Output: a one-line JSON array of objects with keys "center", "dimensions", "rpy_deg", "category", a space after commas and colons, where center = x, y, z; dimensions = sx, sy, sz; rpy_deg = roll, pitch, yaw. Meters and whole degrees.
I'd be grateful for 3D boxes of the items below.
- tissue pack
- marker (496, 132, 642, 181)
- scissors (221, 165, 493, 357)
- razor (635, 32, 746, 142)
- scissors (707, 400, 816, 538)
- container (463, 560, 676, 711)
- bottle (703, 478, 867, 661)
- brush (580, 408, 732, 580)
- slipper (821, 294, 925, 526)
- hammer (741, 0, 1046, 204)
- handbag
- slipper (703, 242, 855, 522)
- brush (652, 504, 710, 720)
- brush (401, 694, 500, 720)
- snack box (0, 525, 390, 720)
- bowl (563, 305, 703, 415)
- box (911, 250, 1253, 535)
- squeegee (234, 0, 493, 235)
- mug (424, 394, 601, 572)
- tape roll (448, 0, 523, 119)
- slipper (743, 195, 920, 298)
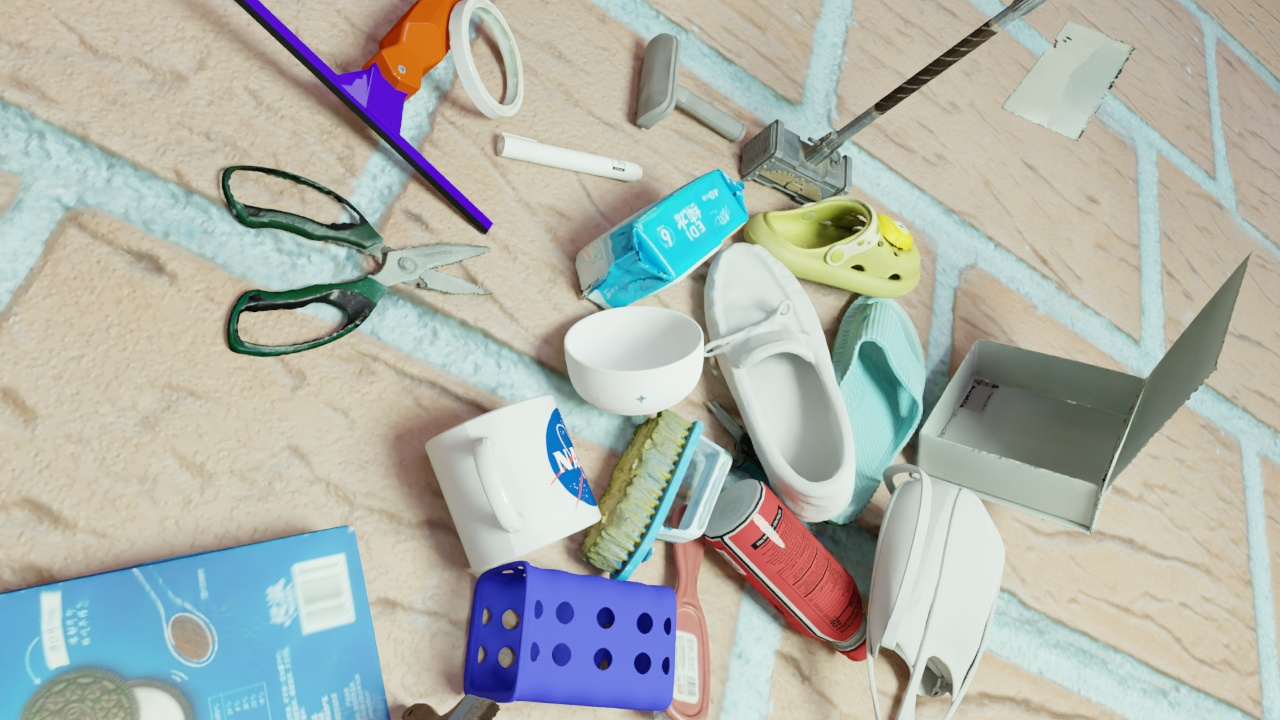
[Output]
[{"center": [0.017, -0.095, 0.743], "dimensions": [0.144, 0.093, 0.061], "rpy_deg": [-38, 102, -36], "category": "tissue pack"}, {"center": [-0.057, -0.169, 0.770], "dimensions": [0.133, 0.017, 0.020], "rpy_deg": [5, 68, -31], "category": "marker"}, {"center": [-0.202, -0.087, 0.649], "dimensions": [0.208, 0.015, 0.154], "rpy_deg": [-19, 82, -35], "category": "scissors"}, {"center": [0.052, -0.236, 0.853], "dimensions": [0.116, 0.047, 0.088], "rpy_deg": [22, 61, -33], "category": "razor"}, {"center": [0.107, 0.096, 0.775], "dimensions": [0.128, 0.019, 0.138], "rpy_deg": [7, 67, -30], "category": "scissors"}, {"center": [-0.044, 0.184, 0.604], "dimensions": [0.113, 0.085, 0.084], "rpy_deg": [16, 65, -28], "category": "container"}, {"center": [0.127, 0.173, 0.727], "dimensions": [0.176, 0.062, 0.062], "rpy_deg": [47, 54, -17], "category": "bottle"}, {"center": [0.013, 0.109, 0.686], "dimensions": [0.075, 0.056, 0.135], "rpy_deg": [34, 58, -12], "category": "brush"}, {"center": [0.212, 0.033, 0.826], "dimensions": [0.116, 0.070, 0.275], "rpy_deg": [48, 49, -14], "category": "slipper"}, {"center": [0.220, -0.226, 0.777], "dimensions": [0.098, 0.323, 0.044], "rpy_deg": [19, 63, -26], "category": "hammer"}, {"center": [0.220, 0.214, 0.737], "dimensions": [0.216, 0.096, 0.222], "rpy_deg": [46, 58, -46], "category": "handbag"}, {"center": [0.111, 0.008, 0.752], "dimensions": [0.112, 0.075, 0.246], "rpy_deg": [-9, 64, -12], "category": "slipper"}, {"center": [0.029, 0.188, 0.685], "dimensions": [0.041, 0.030, 0.172], "rpy_deg": [23, 48, -22], "category": "brush"}, {"center": [-0.115, 0.204, 0.515], "dimensions": [0.008, 0.143, 0.045], "rpy_deg": [44, 63, -10], "category": "brush"}, {"center": [-0.232, 0.224, 0.487], "dimensions": [0.195, 0.056, 0.238], "rpy_deg": [-7, 77, -34], "category": "snack box"}, {"center": [-0.004, 0.004, 0.695], "dimensions": [0.104, 0.105, 0.054], "rpy_deg": [-31, 130, -37], "category": "bowl"}, {"center": [0.461, 0.021, 0.728], "dimensions": [0.148, 0.508, 0.166], "rpy_deg": [52, 53, -11], "category": "box"}, {"center": [-0.170, -0.244, 0.701], "dimensions": [0.249, 0.055, 0.184], "rpy_deg": [44, 42, -29], "category": "squeegee"}, {"center": [-0.085, 0.080, 0.597], "dimensions": [0.091, 0.121, 0.090], "rpy_deg": [-23, 84, 1], "category": "mug"}, {"center": [-0.120, -0.239, 0.726], "dimensions": [0.093, 0.013, 0.093], "rpy_deg": [-8, 90, -69], "category": "tape roll"}, {"center": [0.188, -0.118, 0.858], "dimensions": [0.190, 0.082, 0.091], "rpy_deg": [6, 39, -25], "category": "slipper"}]
